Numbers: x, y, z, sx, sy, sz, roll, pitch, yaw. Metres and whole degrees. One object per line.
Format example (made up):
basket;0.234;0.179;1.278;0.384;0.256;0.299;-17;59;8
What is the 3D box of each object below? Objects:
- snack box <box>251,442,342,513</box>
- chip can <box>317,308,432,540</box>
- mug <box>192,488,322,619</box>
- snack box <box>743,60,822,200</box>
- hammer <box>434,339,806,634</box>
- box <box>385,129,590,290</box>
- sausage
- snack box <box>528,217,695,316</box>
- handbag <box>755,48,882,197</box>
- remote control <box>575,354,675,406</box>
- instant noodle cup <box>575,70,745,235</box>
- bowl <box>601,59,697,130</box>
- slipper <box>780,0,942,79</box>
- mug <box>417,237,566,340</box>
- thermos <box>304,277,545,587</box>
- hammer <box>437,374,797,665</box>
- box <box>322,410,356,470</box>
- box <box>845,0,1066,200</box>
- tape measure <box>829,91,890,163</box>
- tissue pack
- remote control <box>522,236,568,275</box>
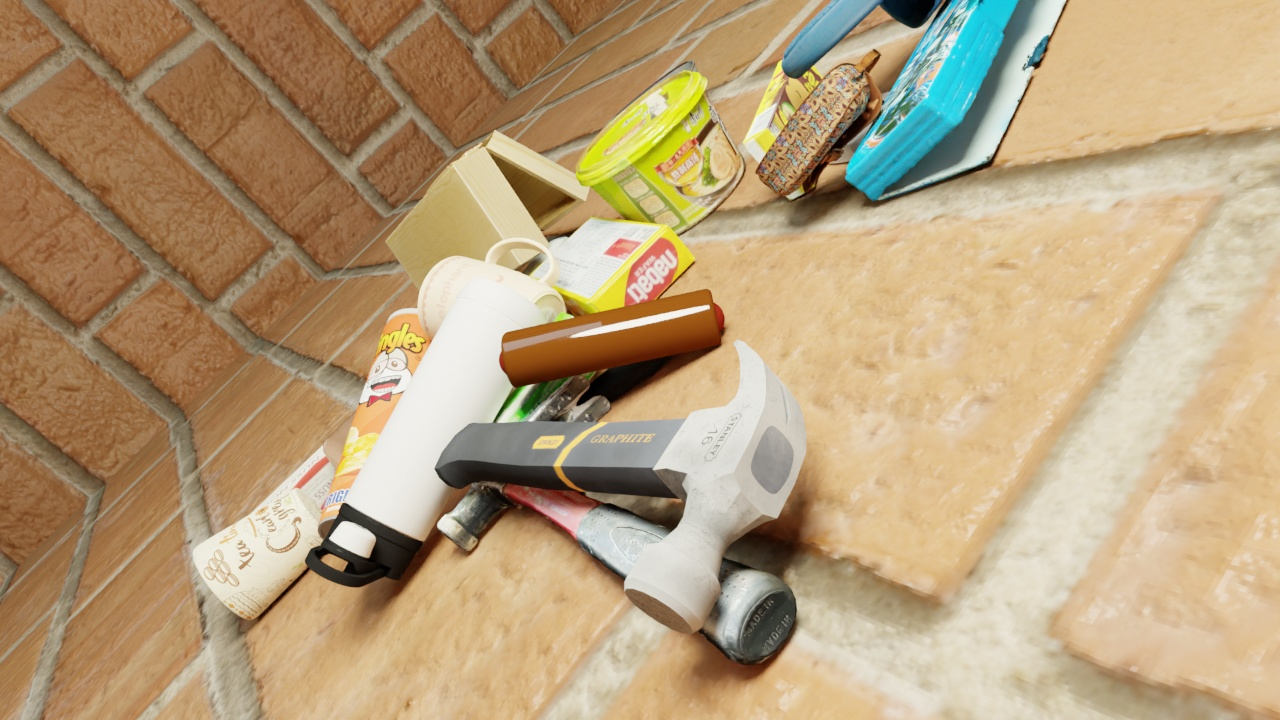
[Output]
snack box;-0.309;0.106;0.926;0.273;0.044;0.076;-44;22;-4
chip can;-0.207;0.054;0.765;0.062;0.062;0.209;-26;41;33
mug;-0.329;0.170;0.832;0.097;0.081;0.122;-39;-5;-11
snack box;0.125;-0.193;0.739;0.026;0.061;0.148;-27;26;38
hammer;-0.037;0.057;0.497;0.313;0.035;0.139;-8;41;55
box;-0.186;-0.155;1.050;0.148;0.141;0.249;-51;16;-31
sausage;-0.020;-0.014;0.616;0.156;0.040;0.040;-12;27;6
snack box;-0.033;-0.081;0.820;0.092;0.042;0.201;-46;22;-8
handbag;0.148;-0.182;0.667;0.094;0.043;0.195;-54;-3;40
remote control;-0.004;0.004;0.657;0.125;0.010;0.039;-38;22;12
instant noodle cup;0.023;-0.182;0.839;0.146;0.098;0.146;-35;23;17
bowl;0.021;-0.283;1.081;0.151;0.057;0.150;-35;23;17
slipper;0.194;-0.272;0.666;0.213;0.059;0.104;-39;7;-1
mug;-0.114;-0.052;0.775;0.104;0.085;0.111;17;73;30
thermos;-0.149;0.048;0.649;0.229;0.068;0.101;-63;-6;-12
hammer;-0.018;0.083;0.506;0.140;0.036;0.327;-50;24;-14
box;-0.183;0.045;0.833;0.216;0.063;0.157;-45;30;-7
box;0.226;-0.203;0.624;0.242;0.066;0.091;-56;5;-31
tape measure;0.170;-0.177;0.692;0.065;0.017;0.064;-48;22;-15
tissue pack;-0.073;0.017;0.693;0.114;0.034;0.099;-51;17;2
remote control;-0.118;-0.088;0.997;0.050;0.022;0.133;-20;31;43
